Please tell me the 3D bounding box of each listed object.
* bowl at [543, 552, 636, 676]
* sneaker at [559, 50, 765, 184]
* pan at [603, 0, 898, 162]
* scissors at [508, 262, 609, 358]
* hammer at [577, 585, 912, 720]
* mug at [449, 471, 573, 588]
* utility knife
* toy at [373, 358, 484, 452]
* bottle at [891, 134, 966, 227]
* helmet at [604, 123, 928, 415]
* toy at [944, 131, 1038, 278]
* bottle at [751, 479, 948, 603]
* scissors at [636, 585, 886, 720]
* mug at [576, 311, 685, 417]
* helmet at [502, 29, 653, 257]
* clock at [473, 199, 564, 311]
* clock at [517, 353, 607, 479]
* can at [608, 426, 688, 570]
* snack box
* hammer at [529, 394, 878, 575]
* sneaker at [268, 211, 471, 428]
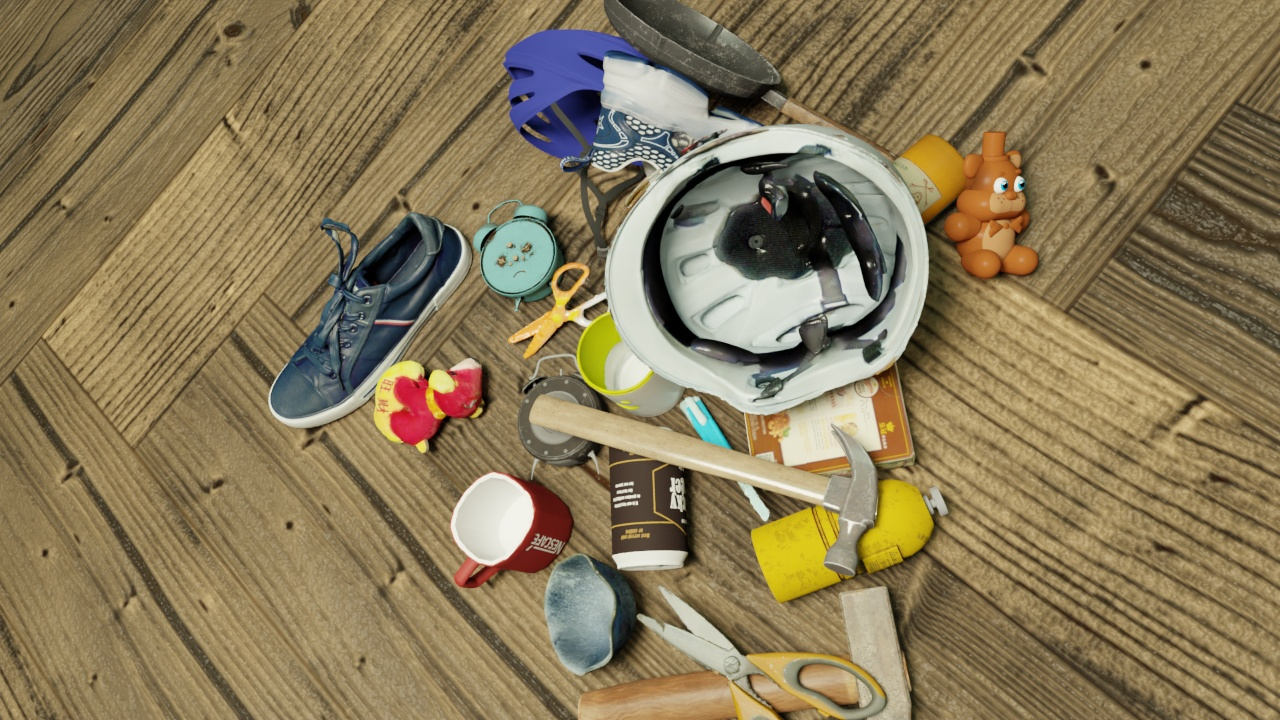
[{"bbox_3d":[-0.040,0.233,0.858,0.111,0.055,0.110,-3,87,50],"label":"bowl"},{"bbox_3d":[0.059,-0.181,0.880,0.132,0.269,0.103,-62,26,13],"label":"sneaker"},{"bbox_3d":[0.112,-0.281,0.933,0.357,0.207,0.040,35,119,5],"label":"pan"},{"bbox_3d":[-0.081,-0.039,0.977,0.084,0.012,0.133,37,109,-10],"label":"scissors"},{"bbox_3d":[0.086,0.303,0.814,0.301,0.037,0.157,-13,71,15],"label":"hammer"},{"bbox_3d":[-0.133,0.172,0.892,0.080,0.096,0.116,36,88,24],"label":"mug"},{"bbox_3d":[0.078,0.091,0.869,0.022,0.015,0.158,-33,51,4],"label":"utility knife"},{"bbox_3d":[-0.231,0.047,0.984,0.138,0.067,0.105,-11,75,23],"label":"toy"},{"bbox_3d":[0.236,-0.141,0.878,0.157,0.068,0.068,-40,66,3],"label":"bottle"},{"bbox_3d":[0.110,-0.090,0.801,0.264,0.163,0.236,-16,106,19],"label":"helmet"},{"bbox_3d":[0.323,-0.141,0.833,0.065,0.094,0.128,31,127,58],"label":"toy"},{"bbox_3d":[0.187,0.154,0.807,0.164,0.071,0.071,-24,68,11],"label":"bottle"},{"bbox_3d":[0.089,0.284,0.789,0.225,0.016,0.166,17,80,22],"label":"scissors"},{"bbox_3d":[-0.005,0.005,0.894,0.083,0.106,0.082,-5,73,17],"label":"mug"},{"bbox_3d":[-0.053,-0.227,0.951,0.241,0.148,0.227,17,78,9],"label":"helmet"},{"bbox_3d":[-0.132,-0.119,1.002,0.090,0.053,0.124,-25,68,9],"label":"clock"},{"bbox_3d":[-0.078,0.057,0.937,0.091,0.044,0.122,-7,72,16],"label":"clock"},{"bbox_3d":[0.007,0.131,0.872,0.072,0.072,0.128,-7,72,16],"label":"can"},{"bbox_3d":[0.170,0.038,0.861,0.147,0.041,0.143,-12,70,15],"label":"snack box"},{"bbox_3d":[0.049,0.086,0.823,0.332,0.031,0.119,14,67,22],"label":"hammer"},{"bbox_3d":[-0.322,-0.052,1.009,0.121,0.127,0.294,43,93,23],"label":"sneaker"}]
